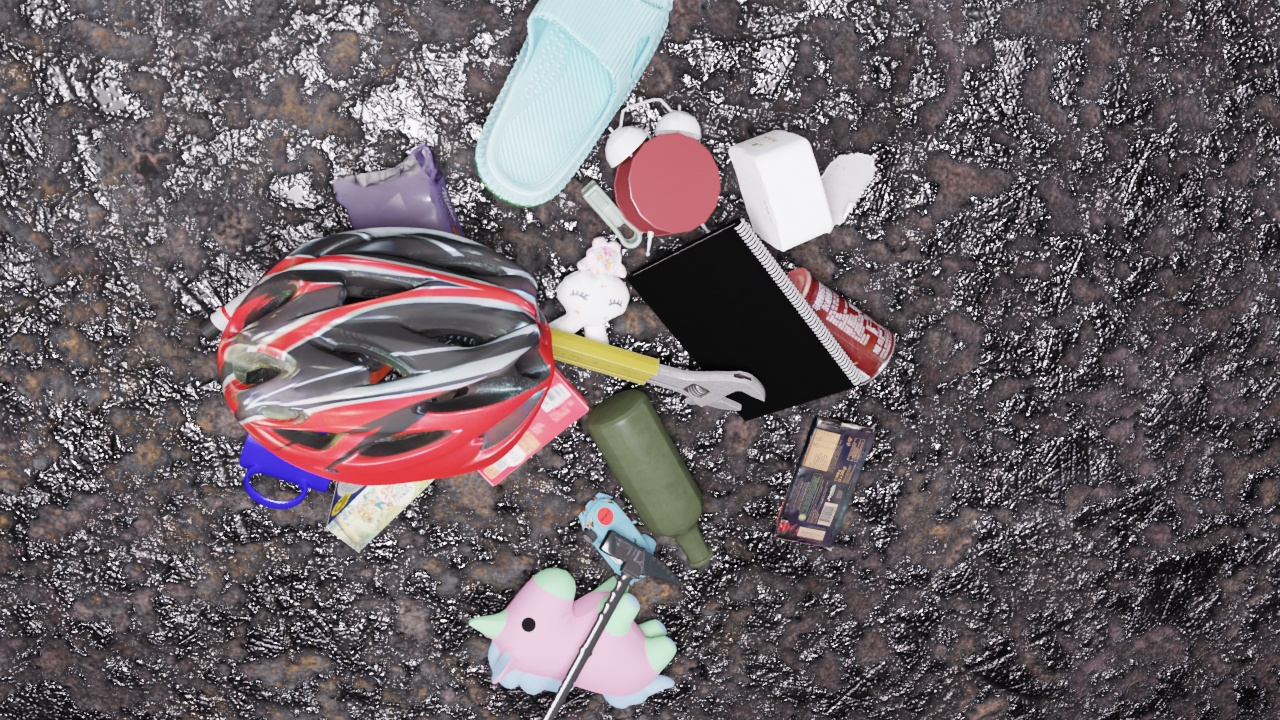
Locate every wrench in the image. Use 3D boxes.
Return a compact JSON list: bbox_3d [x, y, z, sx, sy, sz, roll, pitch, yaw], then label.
[{"bbox_3d":[-0.005,0.005,0.917,0.273,0.018,0.084,17,150,-15],"label":"wrench"}]

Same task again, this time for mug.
[{"bbox_3d":[-0.337,0.092,0.888,0.083,0.111,0.079,21,143,-14],"label":"mug"}]

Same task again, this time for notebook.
[{"bbox_3d":[0.102,-0.032,0.907,0.149,0.016,0.206,-22,117,42],"label":"notebook"}]

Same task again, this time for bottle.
[{"bbox_3d":[0.019,0.131,0.969,0.071,0.071,0.207,-28,110,2],"label":"bottle"}]

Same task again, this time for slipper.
[{"bbox_3d":[-0.055,-0.262,0.810,0.116,0.069,0.276,29,93,-20],"label":"slipper"}]

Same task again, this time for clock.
[{"bbox_3d":[0.021,-0.176,0.865,0.096,0.048,0.137,-22,101,-17],"label":"clock"}]

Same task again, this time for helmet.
[{"bbox_3d":[-0.206,-0.013,0.749,0.272,0.217,0.167,-2,147,-9],"label":"helmet"}]

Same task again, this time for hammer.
[{"bbox_3d":[-0.071,0.338,0.934,0.095,0.015,0.324,33,75,-11],"label":"hammer"}]

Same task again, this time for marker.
[{"bbox_3d":[-0.357,-0.069,0.875,0.145,0.019,0.019,-34,110,4],"label":"marker"}]

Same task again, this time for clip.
[{"bbox_3d":[-0.027,-0.141,0.892,0.023,0.047,0.076,-40,113,8],"label":"clip"}]

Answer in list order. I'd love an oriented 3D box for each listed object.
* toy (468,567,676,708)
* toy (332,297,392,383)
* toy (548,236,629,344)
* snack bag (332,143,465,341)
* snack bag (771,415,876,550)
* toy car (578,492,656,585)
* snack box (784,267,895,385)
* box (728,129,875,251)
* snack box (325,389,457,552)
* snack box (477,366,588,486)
[{"bbox_3d":[-0.066,0.319,1.007,0.171,0.120,0.222,-39,109,-4],"label":"toy"},{"bbox_3d":[-0.282,-0.007,0.871,0.100,0.097,0.119,37,134,24],"label":"toy"},{"bbox_3d":[-0.048,-0.061,0.911,0.076,0.037,0.126,15,113,-21],"label":"toy"},{"bbox_3d":[-0.205,-0.090,0.869,0.096,0.058,0.205,-20,111,0],"label":"snack bag"},{"bbox_3d":[0.205,0.138,1.025,0.074,0.018,0.155,13,106,-13],"label":"snack bag"},{"bbox_3d":[-0.020,0.194,0.993,0.060,0.028,0.108,-47,112,-30],"label":"toy car"},{"bbox_3d":[0.192,-0.033,0.937,0.121,0.072,0.072,31,102,-18],"label":"snack box"},{"bbox_3d":[0.166,-0.174,0.867,0.130,0.110,0.103,-22,111,1],"label":"box"},{"bbox_3d":[-0.231,0.090,0.882,0.145,0.144,0.042,-43,113,7],"label":"snack box"},{"bbox_3d":[-0.131,0.058,0.949,0.133,0.021,0.089,-39,109,6],"label":"snack box"}]
